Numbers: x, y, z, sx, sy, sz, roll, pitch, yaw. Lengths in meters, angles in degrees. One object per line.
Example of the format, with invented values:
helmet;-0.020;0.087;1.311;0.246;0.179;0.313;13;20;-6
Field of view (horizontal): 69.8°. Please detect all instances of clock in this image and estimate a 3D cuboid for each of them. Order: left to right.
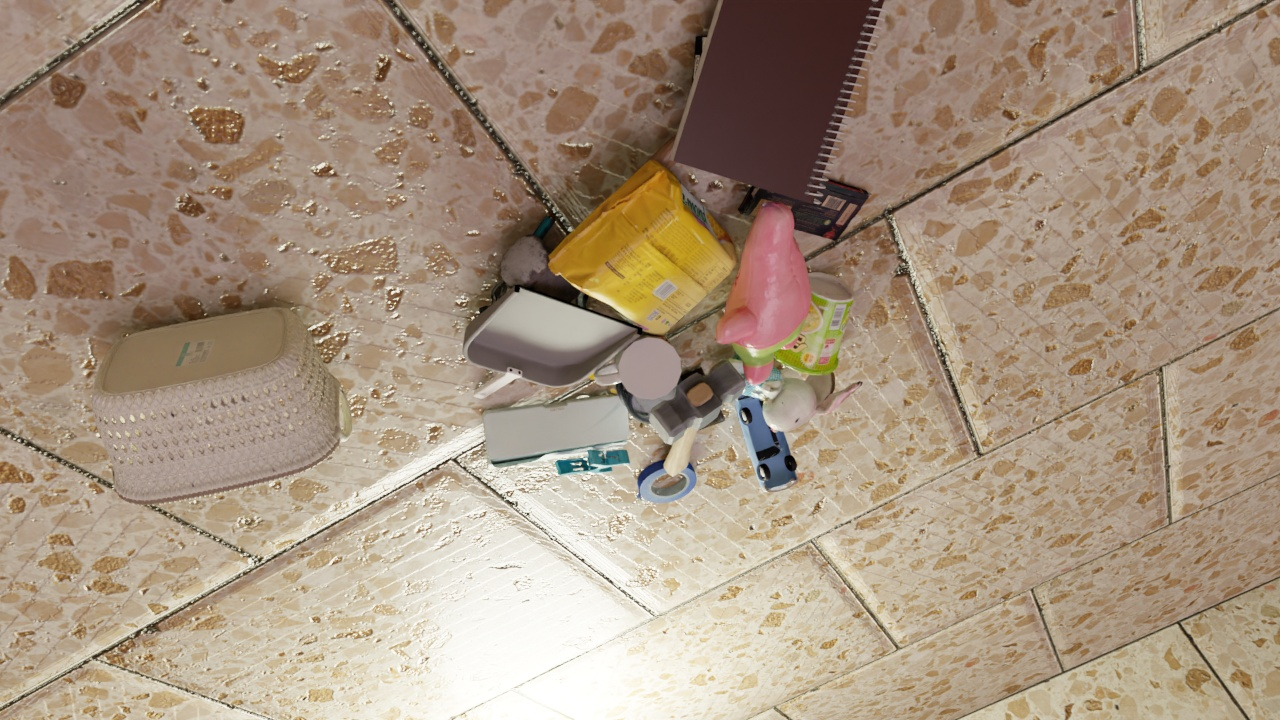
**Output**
clock;0.011;0.027;1.212;0.090;0.052;0.129;-20;121;-5

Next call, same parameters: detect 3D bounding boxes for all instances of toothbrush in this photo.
toothbrush;-0.065;0.016;1.198;0.021;0.016;0.135;-21;149;25

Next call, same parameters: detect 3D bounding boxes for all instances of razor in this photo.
razor;-0.139;-0.110;1.051;0.042;0.022;0.144;-1;134;-52

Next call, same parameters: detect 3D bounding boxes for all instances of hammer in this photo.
hammer;-0.014;-0.179;0.994;0.329;0.052;0.098;-41;153;14
hammer;0.062;0.099;1.241;0.117;0.051;0.323;-34;164;-15

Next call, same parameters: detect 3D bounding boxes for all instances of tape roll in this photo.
tape roll;0.041;0.188;1.430;0.093;0.016;0.091;-7;136;-14

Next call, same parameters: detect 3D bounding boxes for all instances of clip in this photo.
clip;-0.049;0.139;1.299;0.113;0.028;0.126;-16;167;19

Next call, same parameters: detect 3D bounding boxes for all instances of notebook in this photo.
notebook;0.139;-0.276;0.904;0.171;0.022;0.209;12;105;-21

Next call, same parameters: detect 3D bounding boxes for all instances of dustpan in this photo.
dustpan;-0.138;-0.005;1.100;0.163;0.033;0.258;18;152;-30

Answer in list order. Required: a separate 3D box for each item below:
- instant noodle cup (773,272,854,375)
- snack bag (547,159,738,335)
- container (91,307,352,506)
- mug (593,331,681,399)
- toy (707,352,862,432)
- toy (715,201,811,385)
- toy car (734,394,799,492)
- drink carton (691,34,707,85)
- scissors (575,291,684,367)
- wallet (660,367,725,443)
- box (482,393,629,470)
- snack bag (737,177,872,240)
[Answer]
instant noodle cup;0.229;-0.052;1.198;0.098;0.098;0.108;1;126;-21
snack bag;0.013;-0.111;1.010;0.160;0.068;0.247;-40;154;11
container;-0.451;0.044;0.986;0.246;0.184;0.143;-13;127;-10
mug;-0.007;0.007;1.126;0.105;0.089;0.073;-19;102;-1
toy;0.186;0.046;1.255;0.205;0.131;0.105;13;93;-19
toy;0.148;-0.086;1.071;0.097;0.191;0.237;19;141;23
toy car;0.179;0.114;1.324;0.056;0.153;0.055;-16;176;-17
drink carton;0.117;-0.291;0.926;0.130;0.040;0.064;-1;108;-19
scissors;-0.050;-0.046;1.148;0.202;0.015;0.204;-32;143;14
wallet;0.060;0.067;1.303;0.099;0.031;0.120;-21;139;6
box;-0.117;0.102;1.269;0.197;0.075;0.126;-7;155;-12
snack bag;0.195;-0.188;1.093;0.155;0.018;0.075;11;131;-28
